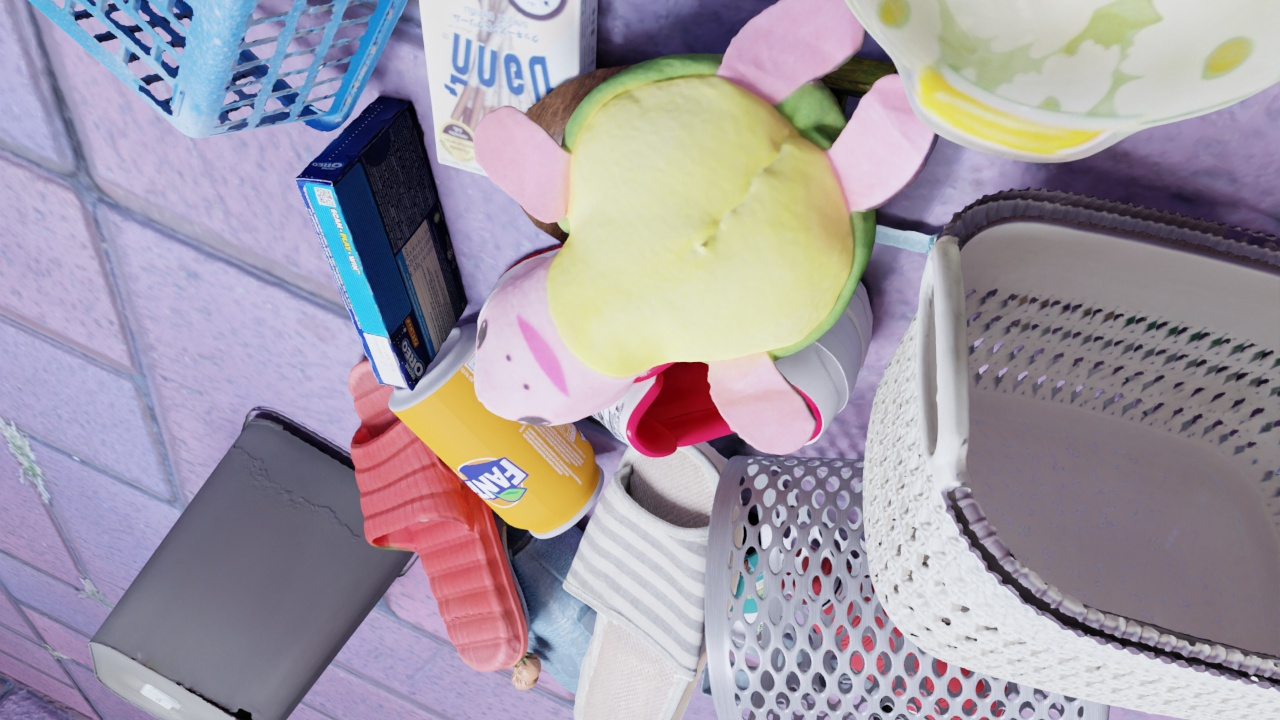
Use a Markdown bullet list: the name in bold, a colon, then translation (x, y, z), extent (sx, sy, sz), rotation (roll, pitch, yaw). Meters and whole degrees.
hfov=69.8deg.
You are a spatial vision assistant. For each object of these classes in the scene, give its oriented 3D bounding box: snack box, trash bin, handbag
- **snack box**: translation (-0.061, -0.150, 0.429), extent (0.082, 0.026, 0.150), rotation (18, 139, 11)
- **snack box**: translation (-0.141, -0.062, 0.523), extent (0.027, 0.082, 0.150), rotation (11, 136, 17)
- **trash bin**: translation (-0.330, 0.203, 0.799), extent (0.197, 0.219, 0.198), rotation (32, 140, -5)
- **trash bin**: translation (0.143, 0.129, 0.498), extent (0.183, 0.156, 0.157), rotation (-3, 132, 18)
- **handbag**: translation (-0.073, 0.198, 0.729), extent (0.192, 0.118, 0.122), rotation (48, 135, -11)

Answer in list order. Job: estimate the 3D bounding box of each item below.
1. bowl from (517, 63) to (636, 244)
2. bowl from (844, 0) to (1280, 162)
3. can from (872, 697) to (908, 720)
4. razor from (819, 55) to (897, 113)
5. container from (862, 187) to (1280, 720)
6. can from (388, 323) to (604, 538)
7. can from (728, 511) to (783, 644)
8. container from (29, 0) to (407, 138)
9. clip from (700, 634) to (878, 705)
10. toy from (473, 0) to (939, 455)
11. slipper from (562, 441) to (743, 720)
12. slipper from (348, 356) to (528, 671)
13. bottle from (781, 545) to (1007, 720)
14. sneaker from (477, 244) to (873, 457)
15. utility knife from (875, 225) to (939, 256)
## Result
- **bowl**: translation (-0.010, -0.086, 0.439), extent (0.114, 0.026, 0.102), rotation (-22, 133, 24)
- **bowl**: translation (0.145, -0.167, 0.267), extent (0.188, 0.060, 0.220), rotation (19, 135, 9)
- **can**: translation (0.233, 0.300, 0.713), extent (0.054, 0.053, 0.137), rotation (-18, 122, 41)
- **razor**: translation (0.085, -0.089, 0.416), extent (0.042, 0.026, 0.106), rotation (14, 142, 13)
- **container**: translation (0.206, 0.046, 0.355), extent (0.251, 0.184, 0.143), rotation (12, 148, -3)
- **can**: translation (-0.093, 0.048, 0.613), extent (0.079, 0.078, 0.142), rotation (-18, 122, 41)
- **can**: translation (0.074, 0.156, 0.651), extent (0.055, 0.054, 0.102), rotation (7, 136, 23)
- **container**: translation (-0.242, -0.265, 0.341), extent (0.362, 0.089, 0.258), rotation (42, 138, -9)
- **clip**: translation (0.099, 0.226, 0.661), extent (0.173, 0.164, 0.030), rotation (7, 92, 17)
- **toy**: translation (0.014, -0.046, 0.392), extent (0.190, 0.087, 0.239), rotation (42, 119, -11)
- **slipper**: translation (0.000, 0.175, 0.626), extent (0.114, 0.053, 0.273), rotation (24, 115, 31)
- **slipper**: translation (-0.156, 0.112, 0.654), extent (0.104, 0.059, 0.248), rotation (-28, 84, 41)
- **bottle**: translation (0.169, 0.189, 0.628), extent (0.176, 0.062, 0.062), rotation (39, 139, -12)
- **sneaker**: translation (-0.002, 0.003, 0.495), extent (0.237, 0.104, 0.090), rotation (5, 135, 26)
- **utility knife**: translation (0.163, -0.045, 0.420), extent (0.147, 0.015, 0.022), rotation (14, 137, 12)
